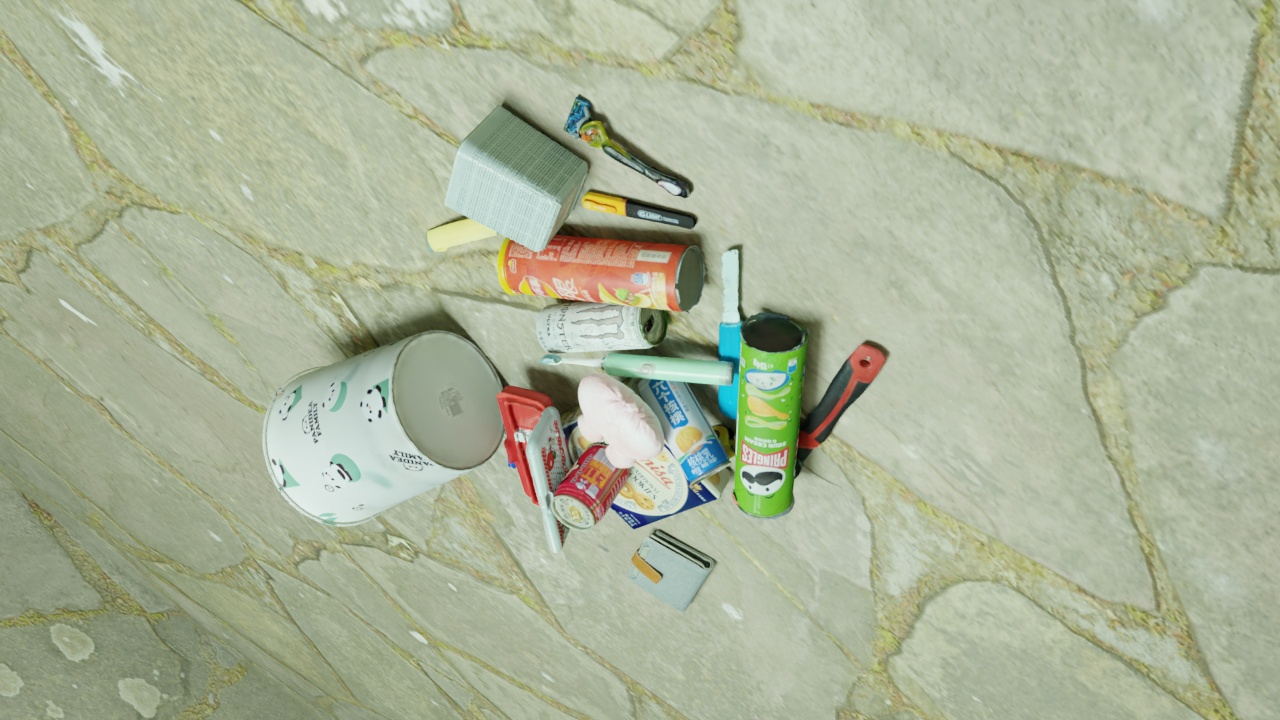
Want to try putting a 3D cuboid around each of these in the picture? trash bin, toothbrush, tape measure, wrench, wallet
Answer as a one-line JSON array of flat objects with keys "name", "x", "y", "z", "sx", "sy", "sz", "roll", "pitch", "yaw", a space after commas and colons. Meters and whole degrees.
[{"name": "trash bin", "x": -0.328, "y": 0.082, "z": 1.209, "sx": 0.253, "sy": 0.228, "sz": 0.229, "roll": -21, "pitch": 116, "yaw": 36}, {"name": "toothbrush", "x": -0.006, "y": 0.006, "z": 1.018, "sx": 0.225, "sy": 0.027, "sz": 0.026, "roll": 5, "pitch": 99, "yaw": 18}, {"name": "tape measure", "x": 0.086, "y": 0.105, "z": 1.082, "sx": 0.060, "sy": 0.057, "sz": 0.029, "roll": -30, "pitch": 114, "yaw": 18}, {"name": "wrench", "x": 0.192, "y": 0.069, "z": 1.014, "sx": 0.056, "sy": 0.016, "sz": 0.274, "roll": 32, "pitch": 139, "yaw": 1}, {"name": "wallet", "x": 0.037, "y": 0.304, "z": 1.315, "sx": 0.106, "sy": 0.036, "sz": 0.130, "roll": 28, "pitch": 138, "yaw": 6}]

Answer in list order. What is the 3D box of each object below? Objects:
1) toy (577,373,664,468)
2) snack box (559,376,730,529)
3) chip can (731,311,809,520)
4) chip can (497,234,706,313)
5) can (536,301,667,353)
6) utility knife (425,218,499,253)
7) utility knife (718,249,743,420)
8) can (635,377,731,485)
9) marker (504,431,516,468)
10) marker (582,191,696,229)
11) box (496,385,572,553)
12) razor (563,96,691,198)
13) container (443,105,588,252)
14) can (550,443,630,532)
[{"name": "toy", "x": -0.029, "y": 0.073, "z": 1.052, "sx": 0.121, "sy": 0.054, "sz": 0.160, "roll": 45, "pitch": 155, "yaw": 4}, {"name": "snack box", "x": -0.008, "y": 0.122, "z": 1.165, "sx": 0.178, "sy": 0.045, "sz": 0.183, "roll": 47, "pitch": 137, "yaw": -12}, {"name": "chip can", "x": 0.137, "y": 0.064, "z": 0.987, "sx": 0.072, "sy": 0.072, "sz": 0.236, "roll": 14, "pitch": 129, "yaw": 21}, {"name": "chip can", "x": -0.044, "y": -0.096, "z": 0.966, "sx": 0.217, "sy": 0.073, "sz": 0.073, "roll": 7, "pitch": 132, "yaw": 26}, {"name": "can", "x": -0.045, "y": -0.039, "z": 1.028, "sx": 0.147, "sy": 0.058, "sz": 0.058, "roll": -3, "pitch": 127, "yaw": 34}, {"name": "utility knife", "x": -0.191, "y": -0.144, "z": 1.031, "sx": 0.202, "sy": 0.021, "sz": 0.031, "roll": 1, "pitch": 119, "yaw": 51}, {"name": "utility knife", "x": 0.098, "y": -0.023, "z": 0.983, "sx": 0.034, "sy": 0.018, "sz": 0.235, "roll": 13, "pitch": 135, "yaw": 20}, {"name": "can", "x": 0.048, "y": 0.070, "z": 1.038, "sx": 0.053, "sy": 0.053, "sz": 0.134, "roll": -42, "pitch": 73, "yaw": 48}, {"name": "marker", "x": -0.182, "y": 0.097, "z": 1.274, "sx": 0.017, "sy": 0.016, "sz": 0.146, "roll": 18, "pitch": 136, "yaw": 17}, {"name": "marker", "x": -0.003, "y": -0.151, "z": 0.930, "sx": 0.124, "sy": 0.015, "sz": 0.018, "roll": 15, "pitch": 139, "yaw": 18}, {"name": "box", "x": -0.134, "y": 0.140, "z": 1.157, "sx": 0.110, "sy": 0.099, "sz": 0.202, "roll": 13, "pitch": 134, "yaw": 23}, {"name": "razor", "x": -0.013, "y": -0.197, "z": 0.889, "sx": 0.143, "sy": 0.022, "sz": 0.043, "roll": 34, "pitch": 140, "yaw": -1}, {"name": "container", "x": -0.123, "y": -0.180, "z": 0.926, "sx": 0.111, "sy": 0.089, "sz": 0.090, "roll": 30, "pitch": 139, "yaw": 0}, {"name": "can", "x": -0.062, "y": 0.156, "z": 1.126, "sx": 0.066, "sy": 0.093, "sz": 0.067, "roll": 18, "pitch": 135, "yaw": 19}]
